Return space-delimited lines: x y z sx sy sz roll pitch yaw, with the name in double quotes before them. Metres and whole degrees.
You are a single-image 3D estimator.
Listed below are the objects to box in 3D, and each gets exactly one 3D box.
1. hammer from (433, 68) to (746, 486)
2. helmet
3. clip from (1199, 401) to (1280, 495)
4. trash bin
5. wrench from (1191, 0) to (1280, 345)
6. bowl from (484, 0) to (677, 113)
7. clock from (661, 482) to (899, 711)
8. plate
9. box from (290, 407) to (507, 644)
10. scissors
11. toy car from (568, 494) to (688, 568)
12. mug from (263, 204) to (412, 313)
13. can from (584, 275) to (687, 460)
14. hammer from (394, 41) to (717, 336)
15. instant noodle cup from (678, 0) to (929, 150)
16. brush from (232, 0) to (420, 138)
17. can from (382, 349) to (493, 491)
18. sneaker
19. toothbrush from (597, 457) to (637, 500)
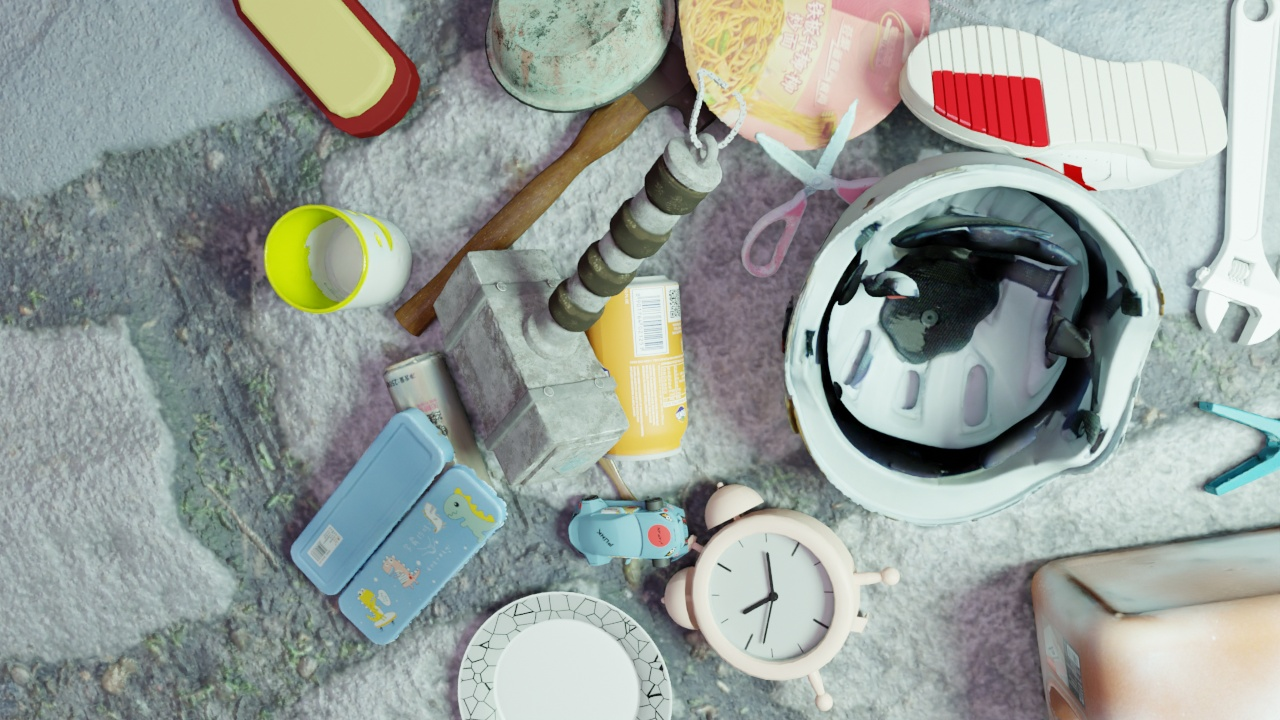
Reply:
"hammer" -0.027 -0.058 0.634 0.327 0.079 0.177 -46 63 42
"helmet" 0.225 -0.023 0.672 0.237 0.163 0.264 14 116 7
"clip" 0.506 0.054 0.722 0.120 0.027 0.104 -3 98 7
"trash bin" 0.441 0.222 0.669 0.260 0.181 0.157 -10 93 8
"wrench" 0.469 -0.148 0.709 0.066 0.018 0.273 1 95 5
"bowl" -0.052 -0.271 0.710 0.157 0.038 0.157 -4 74 12
"clock" 0.111 0.188 0.758 0.160 0.086 0.131 26 98 12
"plate" -0.066 0.293 0.809 0.189 0.016 0.188 1 96 6
"box" -0.208 0.146 0.771 0.125 0.020 0.209 47 116 8
"scissors" 0.132 -0.120 0.707 0.170 0.013 0.174 23 130 -38
"toy car" -0.015 0.144 0.764 0.108 0.027 0.060 -4 96 29
"mug" -0.241 -0.081 0.744 0.082 0.106 0.082 1 96 5
"can" -0.004 0.004 0.741 0.079 0.079 0.142 -3 95 6
"hammer" -0.084 -0.140 0.760 0.323 0.033 0.115 -43 92 9
"instant noodle cup" 0.123 -0.247 0.704 0.179 0.077 0.178 1 97 7
"brush" -0.263 -0.267 0.759 0.082 0.041 0.173 -41 90 8
"can" -0.171 0.062 0.777 0.054 0.054 0.135 -19 93 7
"sneaker" 0.291 -0.170 0.676 0.236 0.104 0.090 4 73 -10
"toothbrush" -0.037 0.074 0.784 0.016 0.016 0.167 -30 92 9
